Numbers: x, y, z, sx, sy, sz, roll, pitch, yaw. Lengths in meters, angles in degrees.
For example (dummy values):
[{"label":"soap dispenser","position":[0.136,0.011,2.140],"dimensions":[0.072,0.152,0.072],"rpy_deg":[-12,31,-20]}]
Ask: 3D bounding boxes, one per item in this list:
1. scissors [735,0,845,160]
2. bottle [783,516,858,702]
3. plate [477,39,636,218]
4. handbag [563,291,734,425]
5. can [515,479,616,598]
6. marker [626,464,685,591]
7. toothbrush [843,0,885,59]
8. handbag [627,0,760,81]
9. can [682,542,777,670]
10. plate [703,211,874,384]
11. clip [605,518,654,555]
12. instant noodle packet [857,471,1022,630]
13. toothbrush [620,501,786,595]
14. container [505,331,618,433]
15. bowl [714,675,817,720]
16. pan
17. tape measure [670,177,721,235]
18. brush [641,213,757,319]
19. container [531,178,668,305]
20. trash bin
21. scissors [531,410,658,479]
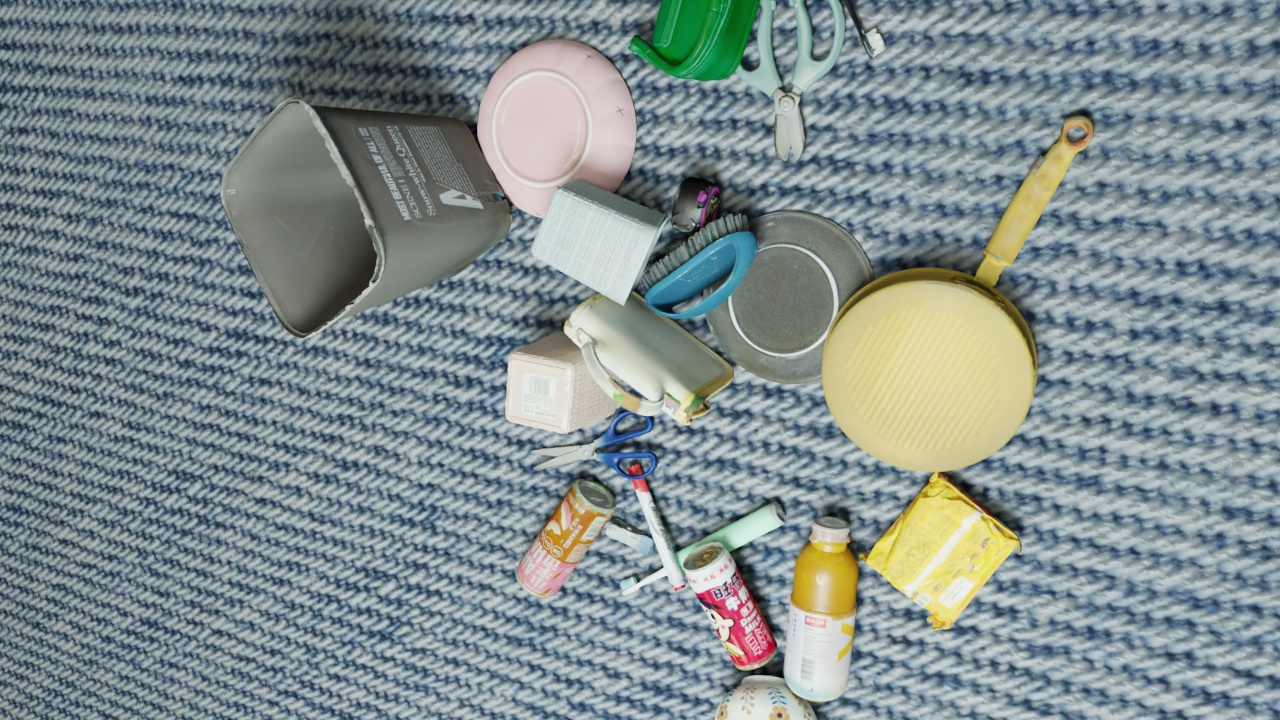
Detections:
[{"label":"scissors","position":[0.130,-0.279,0.898],"dimensions":[0.143,0.019,0.180],"rpy_deg":[11,106,21]},{"label":"bottle","position":[0.189,0.256,0.950],"dimensions":[0.068,0.067,0.190],"rpy_deg":[8,103,22]},{"label":"plate","position":[-0.099,-0.248,0.990],"dimensions":[0.193,0.039,0.192],"rpy_deg":[5,102,23]},{"label":"handbag","position":[-0.006,0.005,0.925],"dimensions":[0.163,0.178,0.063],"rpy_deg":[37,115,12]},{"label":"can","position":[-0.087,0.207,1.066],"dimensions":[0.058,0.057,0.147],"rpy_deg":[39,112,12]},{"label":"marker","position":[0.018,0.185,1.021],"dimensions":[0.017,0.017,0.145],"rpy_deg":[-28,75,25]},{"label":"toothbrush","position":[0.183,-0.366,0.858],"dimensions":[0.018,0.015,0.181],"rpy_deg":[-27,90,19]},{"label":"handbag","position":[0.049,-0.340,0.885],"dimensions":[0.120,0.067,0.131],"rpy_deg":[30,114,37]},{"label":"can","position":[0.096,0.263,0.984],"dimensions":[0.053,0.053,0.133],"rpy_deg":[-21,105,25]},{"label":"plate","position":[0.147,-0.061,0.930],"dimensions":[0.180,0.024,0.179],"rpy_deg":[5,102,23]},{"label":"clip","position":[-0.012,0.202,1.054],"dimensions":[0.057,0.032,0.025],"rpy_deg":[28,112,12]},{"label":"instant noodle packet","position":[0.294,0.188,0.905],"dimensions":[0.111,0.044,0.129],"rpy_deg":[41,110,18]},{"label":"toothbrush","position":[0.065,0.215,1.019],"dimensions":[0.225,0.026,0.027],"rpy_deg":[-33,62,26]},{"label":"container","position":[-0.087,0.025,1.000],"dimensions":[0.090,0.110,0.090],"rpy_deg":[11,105,21]},{"label":"bowl","position":[0.136,0.378,0.991],"dimensions":[0.114,0.113,0.062],"rpy_deg":[-8,54,24]},{"label":"pan","position":[0.306,-0.058,0.849],"dimensions":[0.198,0.078,0.358],"rpy_deg":[30,117,8]},{"label":"tape measure","position":[0.058,-0.155,0.931],"dimensions":[0.039,0.057,0.058],"rpy_deg":[19,97,19]},{"label":"brush","position":[0.061,-0.086,0.927],"dimensions":[0.144,0.055,0.073],"rpy_deg":[-32,63,37]},{"label":"container","position":[-0.044,-0.126,0.947],"dimensions":[0.111,0.090,0.090],"rpy_deg":[25,111,0]},{"label":"trash bin","position":[-0.277,-0.159,0.972],"dimensions":[0.199,0.219,0.199],"rpy_deg":[-28,88,38]},{"label":"scissors","position":[-0.052,0.113,1.047],"dimensions":[0.173,0.012,0.132],"rpy_deg":[-42,65,20]}]
